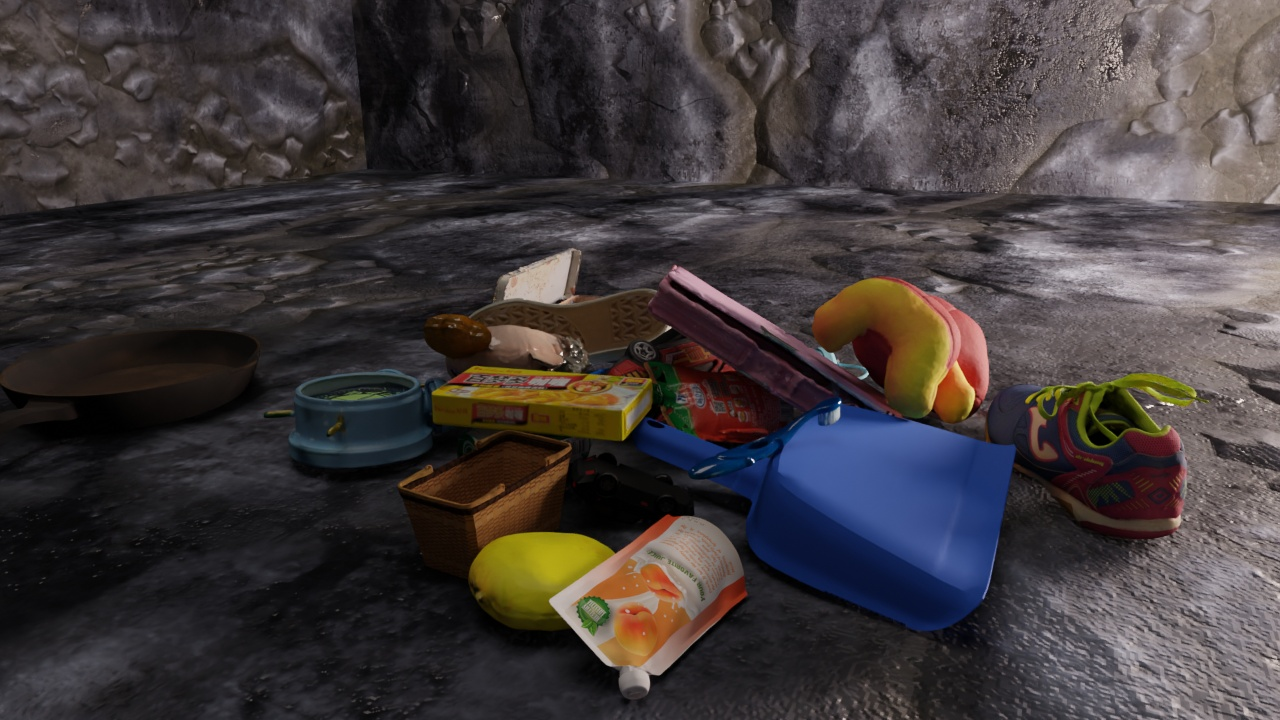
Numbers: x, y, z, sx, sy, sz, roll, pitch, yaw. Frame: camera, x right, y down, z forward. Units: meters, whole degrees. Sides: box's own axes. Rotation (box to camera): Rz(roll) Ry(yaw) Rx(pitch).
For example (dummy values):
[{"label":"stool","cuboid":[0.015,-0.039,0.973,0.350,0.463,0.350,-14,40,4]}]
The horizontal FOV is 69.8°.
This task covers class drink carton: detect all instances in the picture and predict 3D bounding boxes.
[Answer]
[{"label":"drink carton","cuboid":[0.008,0.133,0.511,0.069,0.039,0.122,44,34,17]}]

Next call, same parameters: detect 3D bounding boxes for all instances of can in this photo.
[{"label":"can","cuboid":[-0.088,0.066,0.716,0.101,0.053,0.053,-13,21,-36]}]

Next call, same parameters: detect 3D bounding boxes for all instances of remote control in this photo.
[{"label":"remote control","cuboid":[-0.005,0.005,0.856,0.125,0.010,0.039,-35,-23,3]}]

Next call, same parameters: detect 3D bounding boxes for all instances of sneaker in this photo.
[{"label":"sneaker","cuboid":[0.340,0.045,0.704,0.116,0.091,0.241,-3,16,0]},{"label":"sneaker","cuboid":[-0.073,-0.018,0.954,0.236,0.087,0.079,-7,-20,14]}]

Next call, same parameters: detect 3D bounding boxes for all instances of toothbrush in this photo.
[{"label":"toothbrush","cuboid":[0.085,0.053,0.602,0.132,0.016,0.021,-22,23,-28]}]

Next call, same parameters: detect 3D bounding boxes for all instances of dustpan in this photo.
[{"label":"dustpan","cuboid":[0.116,0.076,0.646,0.258,0.060,0.244,21,24,19]}]

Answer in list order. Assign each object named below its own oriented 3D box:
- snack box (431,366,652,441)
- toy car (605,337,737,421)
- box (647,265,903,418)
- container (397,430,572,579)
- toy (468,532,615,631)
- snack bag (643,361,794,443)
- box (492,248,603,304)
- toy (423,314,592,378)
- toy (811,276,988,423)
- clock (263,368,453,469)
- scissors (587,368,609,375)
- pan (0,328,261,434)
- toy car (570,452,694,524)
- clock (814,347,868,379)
[{"label":"snack box","cuboid":[-0.073,0.030,0.691,0.152,0.025,0.075,4,17,16]},{"label":"toy car","cuboid":[0.034,0.015,0.843,0.188,0.082,0.056,-17,63,-39]},{"label":"box","cuboid":[0.117,-0.008,0.781,0.233,0.046,0.097,33,22,2]},{"label":"container","cuboid":[-0.099,0.095,0.608,0.063,0.061,0.113,9,20,30]},{"label":"toy","cuboid":[-0.055,0.127,0.540,0.094,0.041,0.095,-6,16,-35]},{"label":"snack bag","cuboid":[0.057,0.033,0.765,0.155,0.044,0.087,8,41,-30]},{"label":"box","cuboid":[-0.091,-0.058,1.093,0.108,0.095,0.215,29,24,10]},{"label":"toy","cuboid":[-0.123,0.005,0.815,0.133,0.076,0.175,-13,-25,31]},{"label":"toy","cuboid":[0.237,-0.008,0.790,0.147,0.099,0.216,52,21,24]},{"label":"clock","cuboid":[-0.223,0.046,0.781,0.118,0.060,0.161,9,15,34]},{"label":"scissors","cuboid":[-0.072,0.020,0.945,0.103,0.015,0.134,-21,21,-40]},{"label":"pan","cuboid":[-0.506,0.036,0.848,0.249,0.043,0.355,2,17,10]},{"label":"toy car","cuboid":[-0.007,0.096,0.647,0.091,0.036,0.042,21,13,-8]},{"label":"clock","cuboid":[0.165,0.008,0.918,0.123,0.042,0.087,3,17,16]}]
